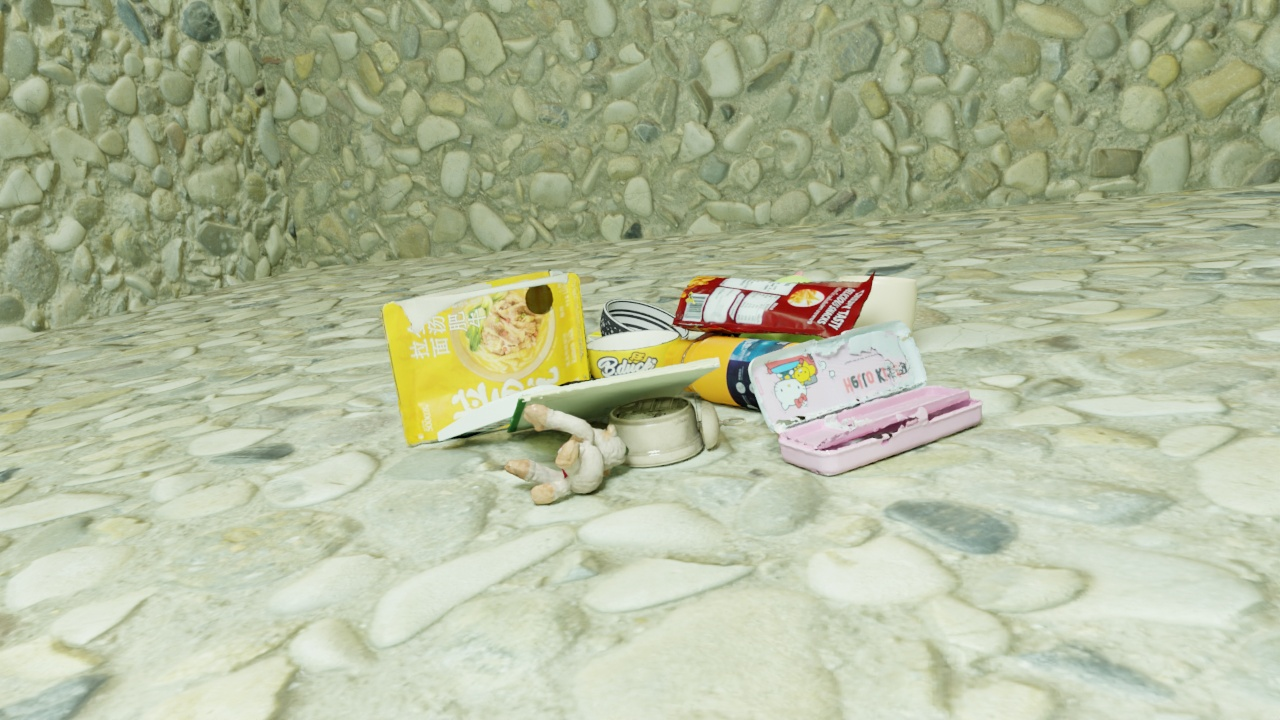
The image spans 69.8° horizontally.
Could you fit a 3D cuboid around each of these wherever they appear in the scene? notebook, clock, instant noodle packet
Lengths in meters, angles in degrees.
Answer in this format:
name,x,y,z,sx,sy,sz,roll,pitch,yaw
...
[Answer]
name,x,y,z,sx,sy,sz,roll,pitch,yaw
notebook,-0.039,0.040,0.912,0.181,0.010,0.253,-10,-9,-12
clock,0.030,0.062,0.884,0.141,0.054,0.092,-7,12,8
instant noodle packet,-0.172,-0.005,1.037,0.221,0.163,0.084,-15,16,-30

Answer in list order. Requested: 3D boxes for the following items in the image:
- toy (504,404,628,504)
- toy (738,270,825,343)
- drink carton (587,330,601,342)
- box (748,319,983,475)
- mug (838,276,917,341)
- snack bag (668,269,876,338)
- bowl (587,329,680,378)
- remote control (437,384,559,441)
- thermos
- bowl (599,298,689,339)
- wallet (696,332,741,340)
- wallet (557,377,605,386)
name,x,y,z,sx,sy,sz,roll,pitch,yaw
toy,-0.055,0.077,0.813,0.105,0.085,0.074,-6,31,-38
toy,0.186,-0.043,1.168,0.150,0.107,0.196,-45,1,15
drink carton,-0.019,-0.032,1.354,0.059,0.043,0.134,3,17,28
box,0.207,0.041,0.858,0.201,0.077,0.146,-13,45,-28
mug,0.295,-0.053,1.150,0.096,0.100,0.120,5,10,20
snack bag,0.146,-0.063,1.017,0.208,0.067,0.138,-1,28,34
bowl,-0.007,0.007,1.115,0.117,0.068,0.117,-6,12,1
remote control,-0.143,0.053,0.963,0.144,0.024,0.049,-19,-9,23
thermos,0.131,0.017,0.997,0.091,0.076,0.233,21,-9,-42
bowl,-0.001,-0.027,1.235,0.120,0.066,0.120,16,23,-7
wallet,0.083,-0.021,1.143,0.123,0.019,0.072,-32,10,48
wallet,-0.048,0.037,1.015,0.114,0.026,0.089,-5,-11,-35
